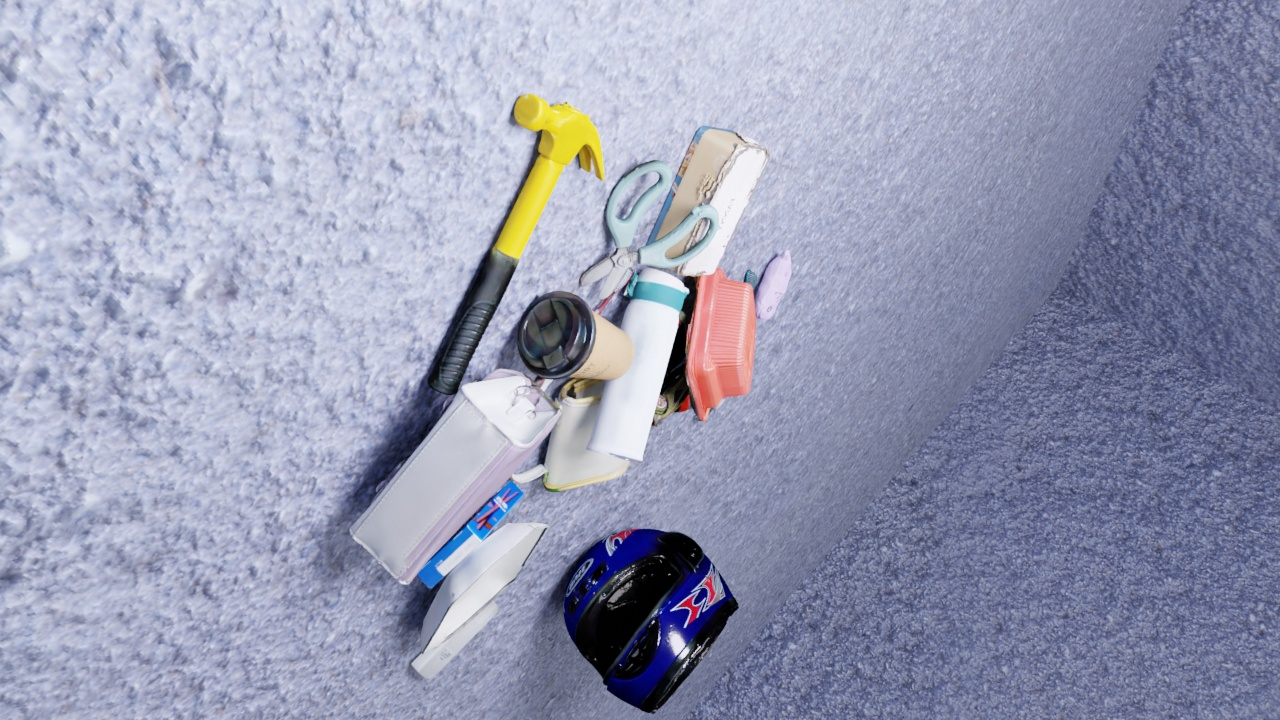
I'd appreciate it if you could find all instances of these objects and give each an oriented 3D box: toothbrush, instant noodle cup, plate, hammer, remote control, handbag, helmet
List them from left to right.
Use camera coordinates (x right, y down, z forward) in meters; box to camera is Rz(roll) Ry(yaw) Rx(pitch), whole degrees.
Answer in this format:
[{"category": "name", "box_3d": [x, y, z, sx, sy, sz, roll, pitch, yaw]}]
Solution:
[{"category": "remote control", "box_3d": [-0.254, 0.379, 1.262, 0.135, 0.019, 0.056, -45, 153, -16]}, {"category": "handbag", "box_3d": [-0.182, 0.107, 0.922, 0.197, 0.098, 0.144, -48, 173, 16]}, {"category": "plate", "box_3d": [-0.202, 0.274, 1.132, 0.161, 0.034, 0.267, -35, 166, -38]}, {"category": "hammer", "box_3d": [-0.125, -0.099, 0.862, 0.128, 0.033, 0.301, 3, 121, -58]}, {"category": "handbag", "box_3d": [-0.088, 0.091, 1.147, 0.178, 0.063, 0.164, -12, 135, -32]}, {"category": "toothbrush", "box_3d": [-0.069, -0.034, 1.054, 0.187, 0.016, 0.017, -52, 146, -1]}, {"category": "helmet", "box_3d": [-0.002, 0.384, 1.418, 0.247, 0.240, 0.315, -57, 164, 7]}, {"category": "instant noodle cup", "box_3d": [0.106, -0.030, 1.197, 0.165, 0.079, 0.188, 68, 27, -62]}, {"category": "toothbrush", "box_3d": [0.159, -0.059, 1.381, 0.016, 0.018, 0.192, -46, 151, -37]}]

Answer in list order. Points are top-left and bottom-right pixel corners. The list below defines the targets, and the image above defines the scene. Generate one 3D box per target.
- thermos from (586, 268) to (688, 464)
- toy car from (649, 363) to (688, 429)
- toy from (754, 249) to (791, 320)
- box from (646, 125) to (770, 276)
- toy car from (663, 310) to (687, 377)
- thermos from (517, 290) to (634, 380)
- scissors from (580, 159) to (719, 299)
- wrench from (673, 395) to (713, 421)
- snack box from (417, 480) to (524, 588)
[{"category": "thermos", "box_3d": [-0.004, 0.004, 1.072, 0.073, 0.073, 0.224, 28, 76, -64]}, {"category": "toy car", "box_3d": [0.034, 0.049, 1.251, 0.070, 0.042, 0.157, -28, -167, 48]}, {"category": "toy", "box_3d": [0.198, -0.109, 1.365, 0.083, 0.039, 0.108, 14, 97, -77]}, {"category": "box", "box_3d": [0.075, -0.176, 1.065, 0.089, 0.062, 0.185, -8, 132, -54]}, {"category": "toy car", "box_3d": [0.029, -0.024, 1.198, 0.071, 0.041, 0.156, -48, 159, -9]}, {"category": "thermos", "box_3d": [-0.065, -0.018, 0.988, 0.093, 0.093, 0.143, -56, 152, 7]}, {"category": "scissors", "box_3d": [-0.006, -0.142, 0.988, 0.177, 0.019, 0.169, -29, 130, 2]}, {"category": "wrench", "box_3d": [0.049, 0.068, 1.376, 0.273, 0.016, 0.056, 3, 116, -60]}, {"category": "snack box", "box_3d": [-0.189, 0.194, 1.041, 0.085, 0.026, 0.157, -43, -179, 14]}]
